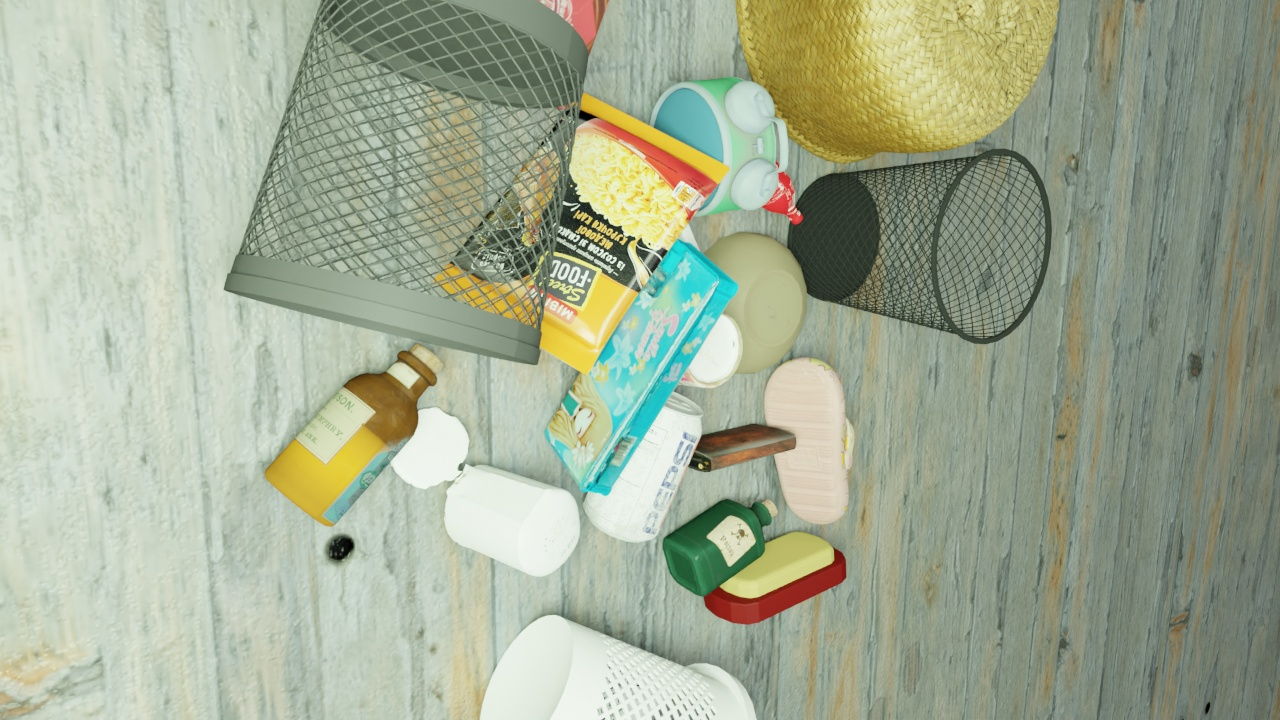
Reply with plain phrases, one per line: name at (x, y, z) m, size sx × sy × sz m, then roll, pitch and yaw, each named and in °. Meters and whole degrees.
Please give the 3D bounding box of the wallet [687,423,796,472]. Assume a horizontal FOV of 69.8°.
wallet at (0.096, 0.089, 0.957) m, size 0.122 × 0.072 × 0.019 m, roll -9°, pitch 104°, yaw -34°

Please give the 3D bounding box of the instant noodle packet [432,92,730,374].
instant noodle packet at (-0.049, -0.116, 0.781) m, size 0.220 × 0.160 × 0.032 m, roll -56°, pitch 165°, yaw -13°

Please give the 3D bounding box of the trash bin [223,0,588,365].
trash bin at (-0.154, -0.132, 0.656) m, size 0.217 × 0.218 × 0.227 m, roll 15°, pitch 86°, yaw -36°

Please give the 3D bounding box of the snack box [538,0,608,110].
snack box at (-0.078, -0.296, 0.789) m, size 0.089 × 0.021 × 0.133 m, roll 21°, pitch 87°, yaw -35°

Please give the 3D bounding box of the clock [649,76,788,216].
clock at (0.078, -0.194, 0.832) m, size 0.075 × 0.162 × 0.122 m, roll -15°, pitch 108°, yaw -31°

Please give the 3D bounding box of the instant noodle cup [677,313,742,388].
instant noodle cup at (0.036, -0.017, 0.871) m, size 0.097 × 0.109 × 0.098 m, roll -8°, pitch 104°, yaw -35°

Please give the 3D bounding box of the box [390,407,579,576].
box at (-0.133, 0.110, 0.783) m, size 0.083 × 0.140 × 0.142 m, roll -57°, pitch 141°, yaw -30°

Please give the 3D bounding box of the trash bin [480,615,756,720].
trash bin at (-0.030, 0.344, 0.861) m, size 0.199 × 0.196 × 0.195 m, roll 36°, pitch 78°, yaw -25°

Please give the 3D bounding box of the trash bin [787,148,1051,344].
trash bin at (0.278, -0.123, 0.957) m, size 0.183 × 0.210 × 0.184 m, roll -8°, pitch 103°, yaw -34°

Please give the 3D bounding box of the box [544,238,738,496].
box at (-0.005, 0.005, 0.810) m, size 0.041 × 0.094 × 0.227 m, roll 18°, pitch 111°, yaw -40°

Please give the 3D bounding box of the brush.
brush at (0.149, 0.234, 1.016) m, size 0.173 × 0.082 × 0.042 m, roll -14°, pitch 107°, yaw -32°

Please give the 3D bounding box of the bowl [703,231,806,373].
bowl at (0.122, -0.057, 0.959) m, size 0.152 × 0.050 × 0.152 m, roll -7°, pitch 103°, yaw -34°

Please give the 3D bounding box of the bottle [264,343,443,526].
bottle at (-0.219, 0.052, 0.730) m, size 0.156 × 0.068 × 0.068 m, roll -51°, pitch 123°, yaw -16°

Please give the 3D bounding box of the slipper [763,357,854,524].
slipper at (0.196, 0.084, 1.027) m, size 0.081 × 0.093 × 0.197 m, roll -30°, pitch 118°, yaw -50°

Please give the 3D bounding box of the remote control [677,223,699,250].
remote control at (0.038, -0.095, 0.863) m, size 0.013 × 0.043 × 0.136 m, roll -64°, pitch 149°, yaw -23°

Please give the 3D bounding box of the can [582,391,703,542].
can at (0.003, 0.098, 0.872) m, size 0.078 × 0.078 × 0.136 m, roll 13°, pitch 106°, yaw -36°

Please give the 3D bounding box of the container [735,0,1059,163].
container at (0.267, -0.353, 0.916) m, size 0.306 × 0.197 × 0.307 m, roll -8°, pitch 105°, yaw -32°

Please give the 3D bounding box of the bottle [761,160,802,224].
bottle at (0.124, -0.189, 0.940) m, size 0.141 × 0.042 × 0.042 m, roll 42°, pitch 75°, yaw -33°

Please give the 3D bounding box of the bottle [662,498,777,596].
bottle at (0.093, 0.189, 0.981) m, size 0.131 × 0.061 × 0.061 m, roll -28°, pitch 116°, yaw -28°
